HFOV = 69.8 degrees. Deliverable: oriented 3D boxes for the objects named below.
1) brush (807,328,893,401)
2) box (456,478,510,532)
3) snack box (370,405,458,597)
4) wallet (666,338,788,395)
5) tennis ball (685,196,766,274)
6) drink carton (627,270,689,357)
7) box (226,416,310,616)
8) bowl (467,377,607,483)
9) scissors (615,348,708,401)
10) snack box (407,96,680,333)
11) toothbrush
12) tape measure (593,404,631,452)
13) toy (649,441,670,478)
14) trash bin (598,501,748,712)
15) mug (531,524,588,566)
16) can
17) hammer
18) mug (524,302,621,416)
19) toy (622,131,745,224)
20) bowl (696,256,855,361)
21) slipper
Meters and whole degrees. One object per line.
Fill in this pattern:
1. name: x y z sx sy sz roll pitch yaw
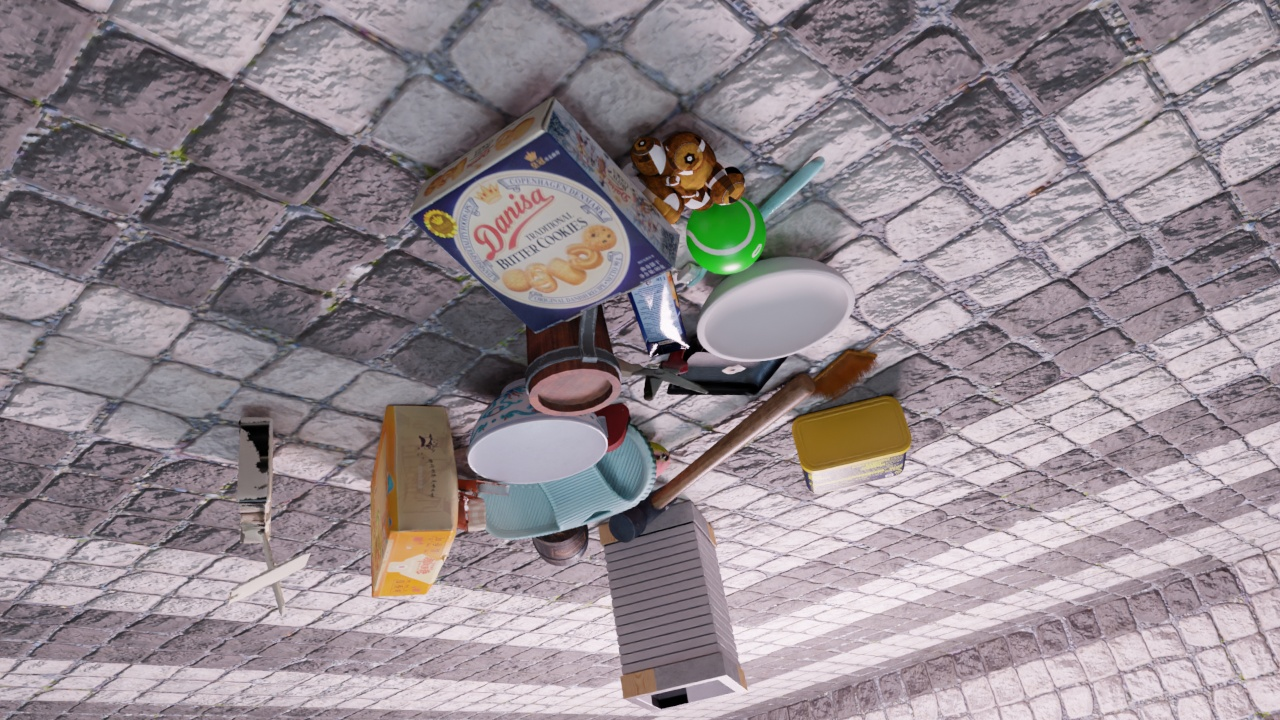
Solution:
1. brush: 0.239 0.007 1.029 0.048 0.017 0.127 8 145 -28
2. box: -0.193 0.162 1.051 0.067 0.057 0.187 -23 -177 -21
3. snack box: -0.248 0.160 1.008 0.080 0.145 0.196 2 147 -21
4. wallet: 0.091 0.007 0.975 0.115 0.026 0.089 2 148 -20
5. tennis ball: 0.070 -0.103 0.748 0.065 0.065 0.065 -8 149 -5
6. drink carton: 0.011 -0.060 0.802 0.040 0.064 0.130 -13 150 4
7. box: -0.377 0.162 0.937 0.080 0.180 0.144 1 154 -21
8. bowl: -0.111 0.065 0.962 0.144 0.074 0.144 -8 149 -5
9. scissors: 0.002 0.003 0.855 0.179 0.015 0.198 7 -164 24
10. snack box: -0.070 -0.099 0.674 0.145 0.042 0.145 -22 129 35
11. toothbrush: 0.091 -0.116 0.783 0.016 0.016 0.181 22 138 -29
12. tape measure: -0.038 0.076 1.025 0.059 0.051 0.019 -10 149 0
13. toy: -0.013 0.131 1.124 0.090 0.051 0.110 13 144 -38
14. trash bin: 0.046 0.356 1.323 0.142 0.246 0.142 -17 149 10
15. mug: -0.094 0.212 1.223 0.115 0.080 0.107 -32 155 -16
16. can: 0.265 0.110 1.155 0.135 0.075 0.104 -14 152 6
17. hammer: 0.094 0.115 1.122 0.323 0.040 0.129 -44 169 34
18. mug: -0.058 -0.028 0.788 0.081 0.111 0.118 3 147 -21
19. toy: 0.013 -0.127 0.695 0.113 0.067 0.087 -41 136 22
20. bowl: 0.123 -0.056 0.865 0.149 0.043 0.150 -8 149 -5
21. slipper: -0.101 0.158 1.089 0.277 0.069 0.116 -24 104 28
